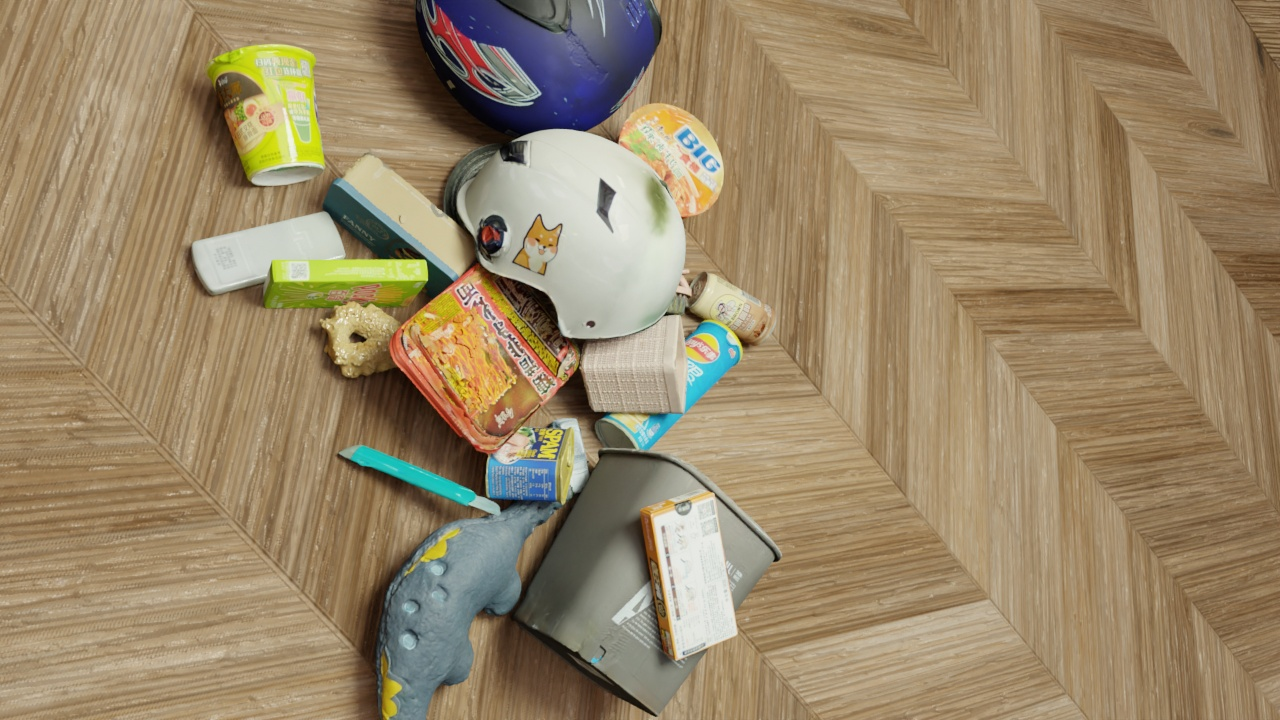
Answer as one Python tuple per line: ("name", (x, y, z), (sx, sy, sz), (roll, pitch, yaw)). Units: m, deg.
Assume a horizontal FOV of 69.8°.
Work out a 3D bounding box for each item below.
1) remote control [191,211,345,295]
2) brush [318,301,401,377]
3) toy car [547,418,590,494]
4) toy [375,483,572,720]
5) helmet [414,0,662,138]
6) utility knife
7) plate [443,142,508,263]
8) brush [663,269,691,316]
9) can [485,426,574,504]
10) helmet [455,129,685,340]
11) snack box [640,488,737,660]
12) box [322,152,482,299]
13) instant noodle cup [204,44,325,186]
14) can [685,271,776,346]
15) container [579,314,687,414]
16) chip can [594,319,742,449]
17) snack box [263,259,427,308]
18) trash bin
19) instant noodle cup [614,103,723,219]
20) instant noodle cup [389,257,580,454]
("remote control", (-0.394, -0.114, 0.975), (0.149, 0.021, 0.058), (-21, 87, -31))
("brush", (-0.231, -0.012, 1.031), (0.254, 0.046, 0.083), (8, 70, -31))
("toy car", (-0.082, 0.112, 1.077), (0.042, 0.034, 0.090), (-7, 82, -33))
("toy", (-0.189, 0.246, 0.946), (0.138, 0.092, 0.355), (46, 57, -23))
("helmet", (-0.143, -0.406, 1.068), (0.240, 0.247, 0.315), (-37, 89, -9))
("utility knife", (-0.230, 0.127, 0.967), (0.182, 0.013, 0.029), (21, 32, 4))
("plate", (-0.154, -0.178, 1.119), (0.179, 0.024, 0.179), (8, 73, -25))
("brush", (0.001, -0.095, 1.160), (0.145, 0.063, 0.073), (5, 85, -28))
("can", (-0.119, 0.112, 1.005), (0.083, 0.102, 0.057), (2, 113, 3))
("helmet", (-0.058, -0.163, 1.012), (0.274, 0.157, 0.229), (47, 37, 10))
("snack box", (0.048, 0.211, 0.905), (0.075, 0.026, 0.154), (-14, 100, -27))
("box", (-0.267, -0.149, 1.016), (0.184, 0.090, 0.061), (37, 63, -12))
("instant noodle cup", (-0.388, -0.254, 0.973), (0.111, 0.112, 0.123), (-14, 91, -31))
("can", (0.120, -0.068, 1.219), (0.116, 0.059, 0.058), (27, 65, -20))
("container", (-0.006, 0.006, 1.063), (0.111, 0.090, 0.090), (-2, 45, 10))
("chip can", (0.038, 0.037, 1.139), (0.209, 0.071, 0.071), (-43, 98, -30))
("snack box", (-0.313, -0.081, 0.974), (0.156, 0.086, 0.026), (-3, 76, -30))
("trash bin", (-0.002, 0.237, 0.993), (0.199, 0.199, 0.219), (45, 66, -21))
("instant noodle cup", (0.015, -0.235, 1.176), (0.151, 0.112, 0.151), (8, 73, -27))
("instant noodle cup", (-0.172, -0.003, 0.995), (0.164, 0.079, 0.188), (52, 50, -12))
